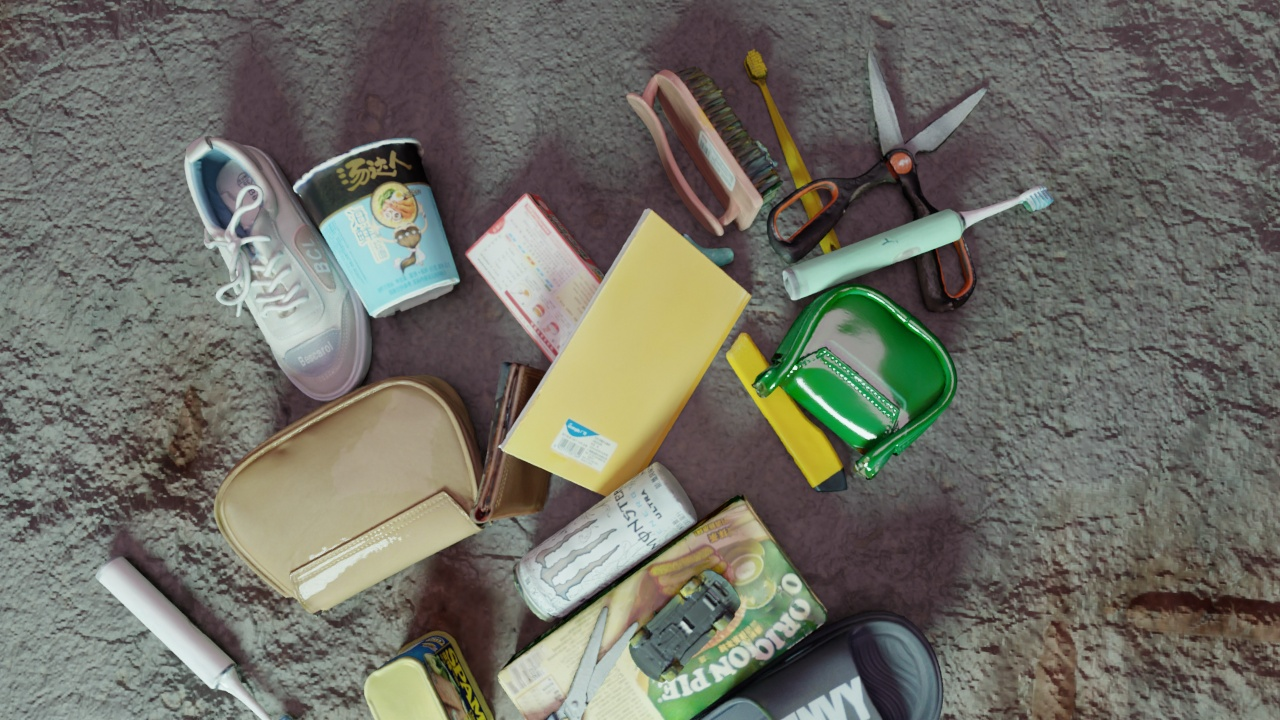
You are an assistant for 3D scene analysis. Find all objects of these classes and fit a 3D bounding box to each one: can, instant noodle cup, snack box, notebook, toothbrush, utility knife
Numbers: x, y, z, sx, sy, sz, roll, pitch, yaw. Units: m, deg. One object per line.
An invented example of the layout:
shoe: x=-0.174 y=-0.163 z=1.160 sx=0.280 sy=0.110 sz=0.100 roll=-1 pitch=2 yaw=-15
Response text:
can: x=-0.166 y=0.274 z=0.723 sx=0.057 sy=0.083 sz=0.102 roll=-28 pitch=84 yaw=2
instant noodle cup: x=-0.205 y=-0.103 z=0.749 sx=0.111 sy=0.111 sz=0.120 roll=-24 pitch=92 yaw=2
snack box: x=-0.069 y=-0.055 z=0.758 sx=0.077 sy=0.027 sz=0.156 roll=-41 pitch=83 yaw=17
notebook: x=-0.004 y=0.004 z=0.714 sx=0.010 sy=0.145 sz=0.206 roll=30 pitch=89 yaw=46
toothbrush: x=0.127 y=-0.173 z=0.766 sx=0.016 sy=0.016 sz=0.190 roll=-22 pitch=84 yaw=2
can: x=-0.028 y=0.144 z=0.730 sx=0.147 sy=0.058 sz=0.058 roll=-36 pitch=84 yaw=5
utility knife: x=0.120 y=0.044 z=0.752 sx=0.033 sy=0.015 sz=0.153 roll=-32 pitch=83 yaw=-5
snack box: x=0.017 y=0.219 z=0.723 sx=0.240 sy=0.063 sz=0.114 roll=-36 pitch=84 yaw=1
toothbrush: x=0.218 y=-0.096 z=0.721 sx=0.224 sy=0.026 sz=0.027 roll=-20 pitch=65 yaw=-4
toothbrush: x=-0.369 y=0.246 z=0.769 sx=0.221 sy=0.027 sz=0.026 roll=40 pitch=67 yaw=6

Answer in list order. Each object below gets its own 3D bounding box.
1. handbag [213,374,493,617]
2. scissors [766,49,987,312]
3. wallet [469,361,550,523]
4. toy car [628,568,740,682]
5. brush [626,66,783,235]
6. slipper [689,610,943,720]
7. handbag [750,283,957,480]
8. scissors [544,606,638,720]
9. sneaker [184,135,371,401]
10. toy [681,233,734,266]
handbag: x=-0.222 y=0.103 z=0.737 sx=0.204 sy=0.100 sz=0.148 roll=-27 pitch=92 yaw=2
scissors: x=0.207 y=-0.140 z=0.749 sx=0.234 sy=0.022 sz=0.221 roll=-30 pitch=87 yaw=-5
wallet: x=-0.096 y=0.064 z=0.724 sx=0.032 sy=0.101 sz=0.124 roll=9 pitch=87 yaw=14
toy car: x=0.032 y=0.193 z=0.672 sx=0.091 sy=0.036 sz=0.043 roll=-44 pitch=84 yaw=-1
brush: x=0.050 y=-0.175 z=0.750 sx=0.073 sy=0.063 sz=0.145 roll=-32 pitch=83 yaw=-9
slipper: x=0.102 y=0.288 z=0.678 sx=0.268 sy=0.083 sz=0.110 roll=-35 pitch=77 yaw=15
handbag: x=0.169 y=0.014 z=0.717 sx=0.131 sy=0.068 sz=0.120 roll=39 pitch=80 yaw=5
scissors: x=-0.062 y=0.264 z=0.689 sx=0.140 sy=0.012 sz=0.171 roll=-4 pitch=86 yaw=5
sneaker: x=-0.302 y=-0.079 z=0.757 sx=0.089 sy=0.090 sz=0.242 roll=-29 pitch=85 yaw=3
toy: x=0.031 y=-0.064 z=0.758 sx=0.096 sy=0.030 sz=0.092 roll=-4 pitch=88 yaw=13
